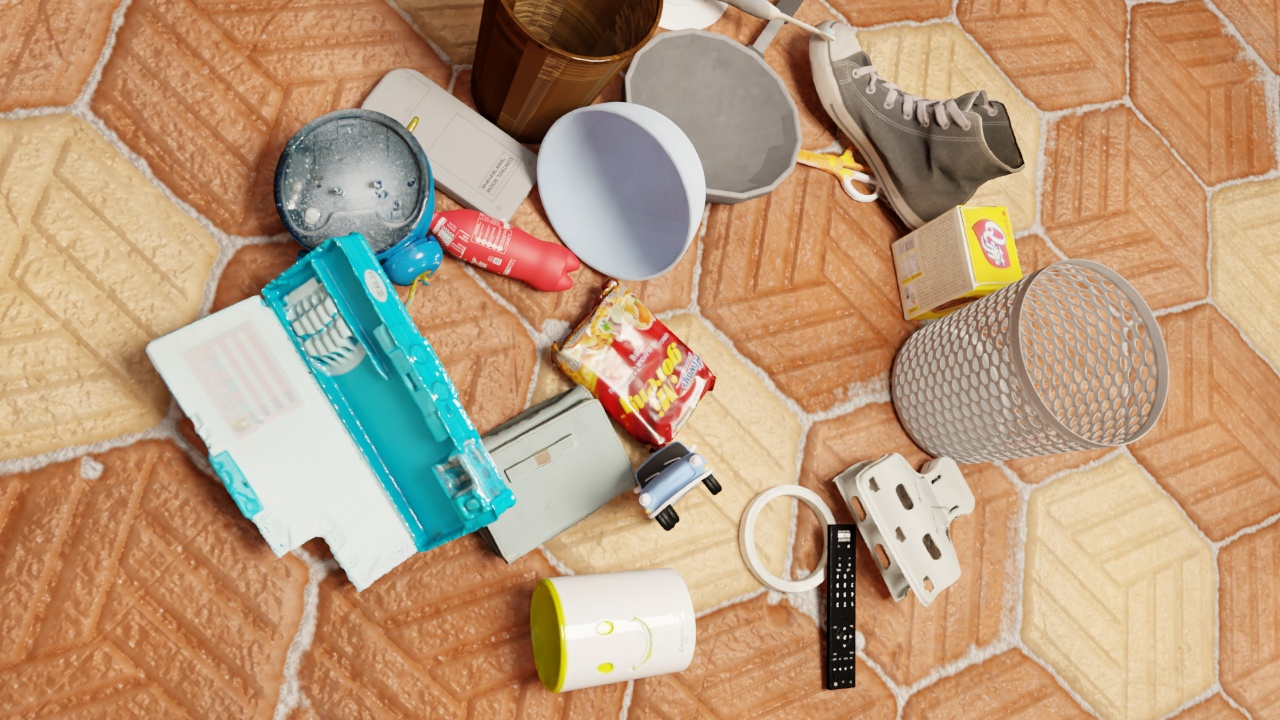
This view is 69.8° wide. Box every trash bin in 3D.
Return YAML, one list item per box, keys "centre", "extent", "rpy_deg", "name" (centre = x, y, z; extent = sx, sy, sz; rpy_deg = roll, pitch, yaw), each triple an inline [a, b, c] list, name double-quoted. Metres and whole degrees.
- centre: [0.337, 0.013, 0.826]
  extent: [0.156, 0.184, 0.156]
  rpy_deg: [5, 75, -20]
  name: "trash bin"

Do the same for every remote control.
- centre: [-0.161, -0.181, 0.776]
  extent: [0.151, 0.019, 0.074]
  rpy_deg: [34, 67, -11]
  name: "remote control"
- centre: [0.175, 0.213, 0.799]
  extent: [0.030, 0.009, 0.140]
  rpy_deg: [6, 82, -30]
  name: "remote control"

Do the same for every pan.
- centre: [0.103, -0.287, 0.893]
  extent: [0.178, 0.041, 0.356]
  rpy_deg: [35, 62, -6]
  name: "pan"

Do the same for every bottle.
- centre: [-0.120, -0.095, 0.757]
  extent: [0.141, 0.042, 0.041]
  rpy_deg: [21, 70, -15]
  name: "bottle"

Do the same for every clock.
- centre: [-0.212, -0.110, 0.702]
  extent: [0.117, 0.060, 0.161]
  rpy_deg: [-4, 85, -1]
  name: "clock"

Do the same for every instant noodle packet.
- centre: [-0.005, 0.005, 0.779]
  extent: [0.135, 0.040, 0.098]
  rpy_deg: [44, 62, -7]
  name: "instant noodle packet"

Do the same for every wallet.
- centre: [-0.078, 0.088, 0.726]
  extent: [0.131, 0.054, 0.100]
  rpy_deg: [-31, 88, -20]
  name: "wallet"

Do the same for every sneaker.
- centre: [0.262, -0.249, 0.888]
  extent: [0.095, 0.120, 0.234]
  rpy_deg: [-28, 86, -45]
  name: "sneaker"

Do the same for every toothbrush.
- centre: [0.101, -0.345, 0.877]
  extent: [0.185, 0.022, 0.024]
  rpy_deg: [26, 70, 3]
  name: "toothbrush"

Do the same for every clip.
- centre: [0.237, 0.143, 0.835]
  extent: [0.151, 0.105, 0.126]
  rpy_deg: [-23, 86, -56]
  name: "clip"

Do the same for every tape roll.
- centre: [0.131, 0.156, 0.805]
  extent: [0.093, 0.013, 0.093]
  rpy_deg: [5, 75, -20]
  name: "tape roll"

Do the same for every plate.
- centre: [0.031, -0.389, 0.906]
  extent: [0.134, 0.011, 0.134]
  rpy_deg: [5, 75, -20]
  name: "plate"

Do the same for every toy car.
- centre: [0.027, 0.093, 0.706]
  extent: [0.056, 0.153, 0.055]
  rpy_deg: [-37, 81, -1]
  name: "toy car"

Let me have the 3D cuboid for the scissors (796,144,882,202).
- centre: [0.189, -0.194, 0.917]
  extent: [0.128, 0.013, 0.065]
  rpy_deg: [7, 73, -20]
  name: "scissors"

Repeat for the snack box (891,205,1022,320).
- centre: [0.302, -0.092, 0.882]
  extent: [0.061, 0.106, 0.083]
  rpy_deg: [-3, 78, -22]
  name: "snack box"

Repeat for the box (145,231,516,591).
- centre: [-0.213, 0.044, 0.660]
  extent: [0.171, 0.084, 0.227]
  rpy_deg: [-30, 95, -2]
  name: "box"

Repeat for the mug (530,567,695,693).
- centre: [-0.022, 0.203, 0.697]
  extent: [0.106, 0.083, 0.082]
  rpy_deg: [0, 77, -22]
  name: "mug"

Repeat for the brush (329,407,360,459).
- centre: [-0.221, 0.037, 0.700]
  extent: [0.050, 0.015, 0.135]
  rpy_deg: [21, 70, -16]
  name: "brush"

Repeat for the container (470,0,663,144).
- centre: [-0.073, -0.260, 0.747]
  extent: [0.132, 0.168, 0.132]
  rpy_deg: [5, 75, -20]
  name: "container"

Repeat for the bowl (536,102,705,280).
- centre: [-0.005, -0.150, 0.768]
  extent: [0.150, 0.151, 0.074]
  rpy_deg: [48, 46, -4]
  name: "bowl"
